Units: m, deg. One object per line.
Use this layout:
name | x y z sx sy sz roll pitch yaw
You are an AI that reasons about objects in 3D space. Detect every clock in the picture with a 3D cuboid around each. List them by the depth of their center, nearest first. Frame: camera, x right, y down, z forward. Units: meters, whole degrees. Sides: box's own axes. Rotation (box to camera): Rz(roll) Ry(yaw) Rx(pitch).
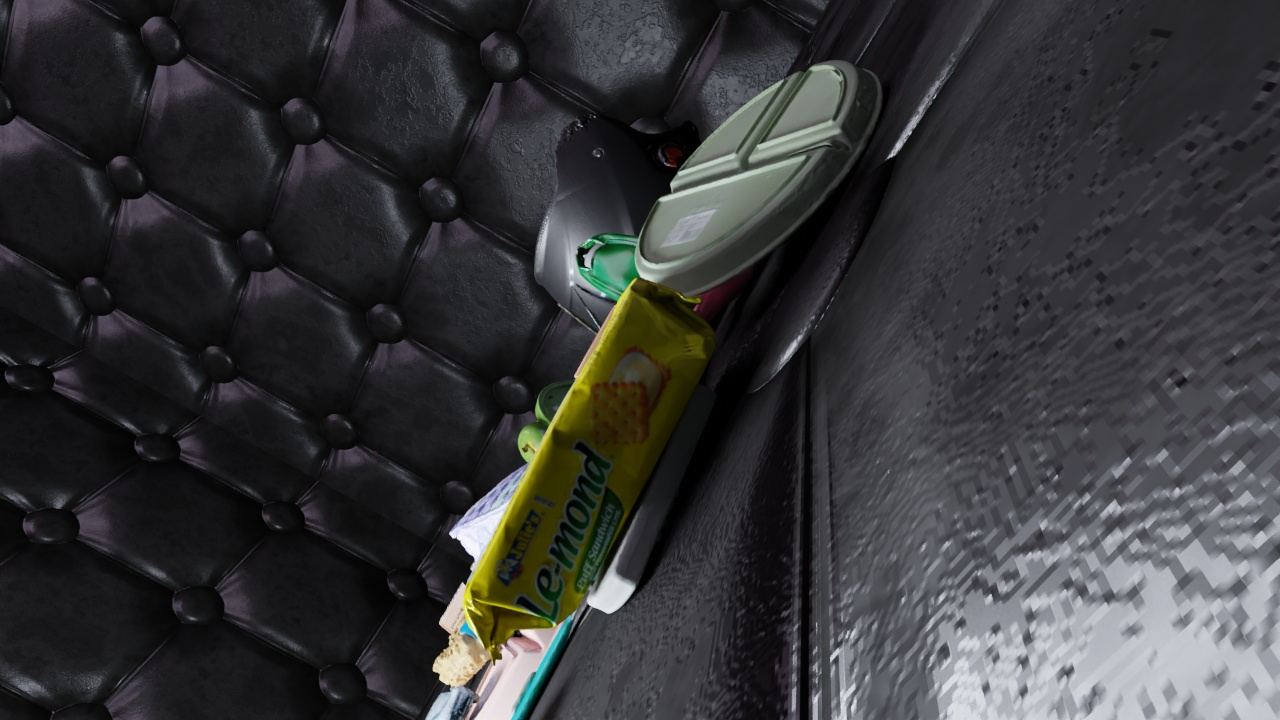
clock | -0.068 0.084 1.006 0.160 0.116 0.056 -59 -12 -61

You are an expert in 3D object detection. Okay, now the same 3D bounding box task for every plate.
plate | 0.078 -0.139 0.686 0.231 0.027 0.229 -40 23 21
plate | -0.101 0.248 0.814 0.229 0.028 0.229 -60 4 6

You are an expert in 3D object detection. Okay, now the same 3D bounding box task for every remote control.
remote control | 0.010 0.082 0.562 0.149 0.021 0.058 -63 3 -35

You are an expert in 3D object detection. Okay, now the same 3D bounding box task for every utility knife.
utility knife | -0.077 0.233 0.661 0.192 0.013 0.029 -61 3 -12

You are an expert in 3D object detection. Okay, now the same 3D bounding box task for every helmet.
helmet | 0.001 -0.155 1.091 0.274 0.230 0.234 -37 -12 -18

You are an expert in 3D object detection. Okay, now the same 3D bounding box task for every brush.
brush | -0.141 0.240 0.840 0.083 0.046 0.255 -53 -2 -37

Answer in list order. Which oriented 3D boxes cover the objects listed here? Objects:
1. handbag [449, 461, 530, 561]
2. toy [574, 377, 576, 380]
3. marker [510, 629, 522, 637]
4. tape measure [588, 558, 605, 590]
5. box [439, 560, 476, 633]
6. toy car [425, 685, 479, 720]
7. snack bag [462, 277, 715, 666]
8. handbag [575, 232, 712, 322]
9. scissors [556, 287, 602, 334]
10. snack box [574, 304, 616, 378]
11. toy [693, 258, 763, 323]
handbag | -0.075 0.119 0.774 0.133 0.075 0.194 -41 3 -31
toy | -0.051 0.055 1.248 0.357 0.091 0.137 -57 -8 23
marker | -0.139 0.304 0.999 0.131 0.020 0.022 -68 -13 -63
tape measure | -0.023 0.130 0.645 0.054 0.025 0.058 -61 3 10
box | -0.121 0.195 1.063 0.178 0.088 0.261 -59 3 26
toy car | -0.163 0.301 0.773 0.048 0.031 0.106 -63 5 -30
snack bag | -0.032 0.063 0.584 0.246 0.068 0.158 -61 3 -4
handbag | 0.007 -0.067 0.904 0.120 0.131 0.068 21 82 42
scissors | -0.026 -0.011 0.975 0.014 0.177 0.159 -43 37 15
snack box | -0.005 0.005 0.877 0.077 0.093 0.094 -61 3 -3
toy | 0.077 -0.107 0.775 0.194 0.074 0.179 -64 6 -13
